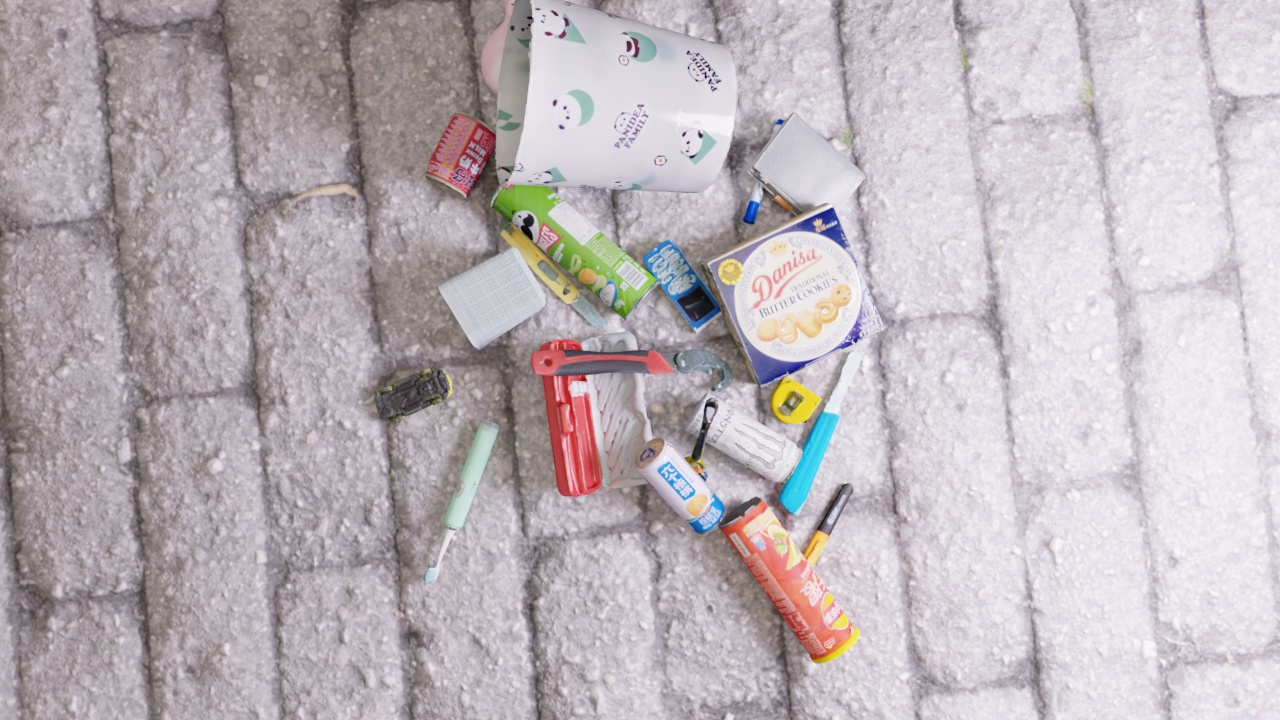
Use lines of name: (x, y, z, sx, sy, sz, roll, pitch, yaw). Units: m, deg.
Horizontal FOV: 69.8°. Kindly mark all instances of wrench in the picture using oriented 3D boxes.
wrench: (-0.007, 0.007, 1.165, 0.273, 0.016, 0.056, 4, 69, -22)

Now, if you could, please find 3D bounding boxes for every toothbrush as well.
toothbrush: (-0.234, 0.184, 1.194, 0.026, 0.027, 0.224, 18, 87, 39)

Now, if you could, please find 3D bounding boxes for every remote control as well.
remote control: (0.056, -0.099, 1.213, 0.049, 0.024, 0.125, -36, 91, -2)

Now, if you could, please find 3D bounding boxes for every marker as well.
marker: (0.167, -0.253, 1.226, 0.017, 0.017, 0.145, 19, 87, 0)
marker: (0.247, 0.216, 1.206, 0.018, 0.015, 0.123, 30, 86, -4)

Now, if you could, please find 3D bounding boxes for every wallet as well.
wallet: (0.217, -0.246, 1.215, 0.129, 0.037, 0.106, 38, 88, -10)

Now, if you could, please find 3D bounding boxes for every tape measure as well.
tape measure: (0.200, 0.055, 1.206, 0.060, 0.029, 0.057, 35, 88, 1)

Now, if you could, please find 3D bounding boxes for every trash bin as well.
trash bin: (-0.033, -0.308, 1.110, 0.251, 0.230, 0.229, 4, 87, -18)

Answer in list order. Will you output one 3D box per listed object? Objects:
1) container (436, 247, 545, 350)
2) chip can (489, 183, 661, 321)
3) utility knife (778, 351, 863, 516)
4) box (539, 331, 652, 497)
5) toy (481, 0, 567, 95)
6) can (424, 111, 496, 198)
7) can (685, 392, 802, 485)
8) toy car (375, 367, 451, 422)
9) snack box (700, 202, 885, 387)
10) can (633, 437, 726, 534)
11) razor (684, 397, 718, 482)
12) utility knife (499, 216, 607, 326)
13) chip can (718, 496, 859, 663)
container: (-0.187, -0.082, 1.178, 0.111, 0.090, 0.090, -32, 88, -5)
chip can: (-0.084, -0.152, 1.190, 0.236, 0.072, 0.072, 40, 87, 1)
utility knife: (0.241, 0.092, 1.209, 0.034, 0.018, 0.234, 25, 88, 2)
box: (-0.052, 0.066, 1.168, 0.100, 0.110, 0.201, -10, 86, 27)
toy: (-0.147, -0.418, 1.214, 0.121, 0.054, 0.159, 5, 79, -1)
can: (-0.233, -0.266, 1.195, 0.066, 0.066, 0.093, 27, 87, 0)
can: (0.133, 0.101, 1.188, 0.147, 0.058, 0.058, 31, 87, 1)
toy car: (-0.295, 0.044, 1.198, 0.105, 0.032, 0.048, -23, 88, 9)
snack box: (0.197, -0.083, 1.191, 0.178, 0.046, 0.182, -26, 99, -2)
can: (0.050, 0.159, 1.160, 0.053, 0.053, 0.134, -42, 115, -3)
razor: (0.077, 0.104, 1.161, 0.043, 0.022, 0.143, 17, 128, 5)
utility knife: (-0.118, -0.116, 1.219, 0.031, 0.021, 0.201, -44, 93, 3)
chip can: (0.188, 0.280, 1.174, 0.073, 0.073, 0.216, -36, 88, -3)
